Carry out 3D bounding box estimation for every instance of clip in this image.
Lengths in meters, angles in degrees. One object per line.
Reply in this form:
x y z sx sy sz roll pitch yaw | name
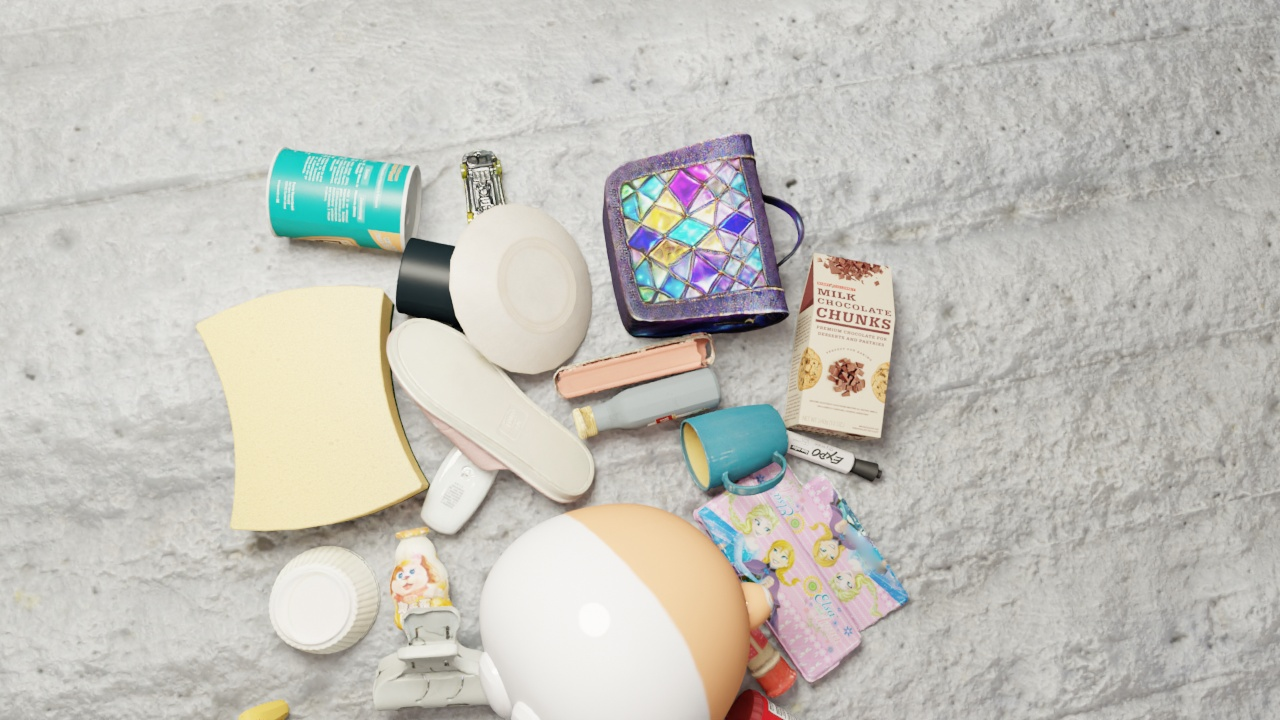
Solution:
-0.213 0.323 0.945 0.125 0.148 0.081 -2 42 -9 | clip

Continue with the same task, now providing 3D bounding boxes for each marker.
0.220 0.112 1.066 0.126 0.025 0.025 20 81 -3 | marker

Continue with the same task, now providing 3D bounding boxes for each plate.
-0.120 -0.080 1.005 0.188 0.027 0.188 6 81 -41 | plate

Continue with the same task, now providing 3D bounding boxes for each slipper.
-0.166 0.061 1.001 0.274 0.055 0.113 42 42 -11 | slipper

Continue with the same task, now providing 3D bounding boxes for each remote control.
-0.199 0.138 1.018 0.060 0.028 0.114 28 78 -2 | remote control

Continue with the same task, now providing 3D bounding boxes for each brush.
-0.349 0.052 0.991 0.195 0.075 0.250 -12 84 -7 | brush

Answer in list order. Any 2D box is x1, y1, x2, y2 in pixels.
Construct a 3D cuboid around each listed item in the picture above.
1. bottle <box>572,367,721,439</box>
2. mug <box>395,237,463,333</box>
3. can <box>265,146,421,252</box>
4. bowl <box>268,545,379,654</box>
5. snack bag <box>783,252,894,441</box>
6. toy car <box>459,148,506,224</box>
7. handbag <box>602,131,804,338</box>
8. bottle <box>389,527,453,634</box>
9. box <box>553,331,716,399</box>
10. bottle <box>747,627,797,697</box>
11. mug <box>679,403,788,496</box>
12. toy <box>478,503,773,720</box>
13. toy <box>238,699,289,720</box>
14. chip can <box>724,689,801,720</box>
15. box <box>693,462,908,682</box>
0.006 0.051 1.029 0.161 0.072 0.046 -15 86 -8 | bottle
-0.218 -0.069 1.024 0.094 0.085 0.122 11 109 -5 | mug
-0.323 -0.176 1.013 0.144 0.099 0.099 7 81 -5 | can
-0.339 0.257 0.970 0.115 0.062 0.115 1 82 -6 | bowl
0.233 -0.018 1.063 0.094 0.070 0.206 10 81 -4 | snack bag
-0.181 -0.193 1.065 0.049 0.030 0.107 -7 85 -5 | toy car
0.075 -0.134 1.035 0.222 0.125 0.204 -10 83 -5 | handbag
-0.237 0.235 0.984 0.063 0.063 0.108 -10 83 -7 | bottle
-0.006 0.007 1.029 0.187 0.053 0.058 -15 64 4 | box
0.125 0.320 1.019 0.044 0.044 0.109 -39 87 -10 | bottle
0.113 0.102 1.020 0.104 0.085 0.112 -16 45 -16 | mug
-0.017 0.271 0.908 0.280 0.263 0.266 -27 128 -27 | toy
-0.329 0.465 0.889 0.267 0.247 0.140 38 80 23 | toy
0.193 0.443 0.988 0.213 0.087 0.087 29 80 -2 | chip can
0.187 0.224 1.046 0.159 0.035 0.230 -34 87 -11 | box
